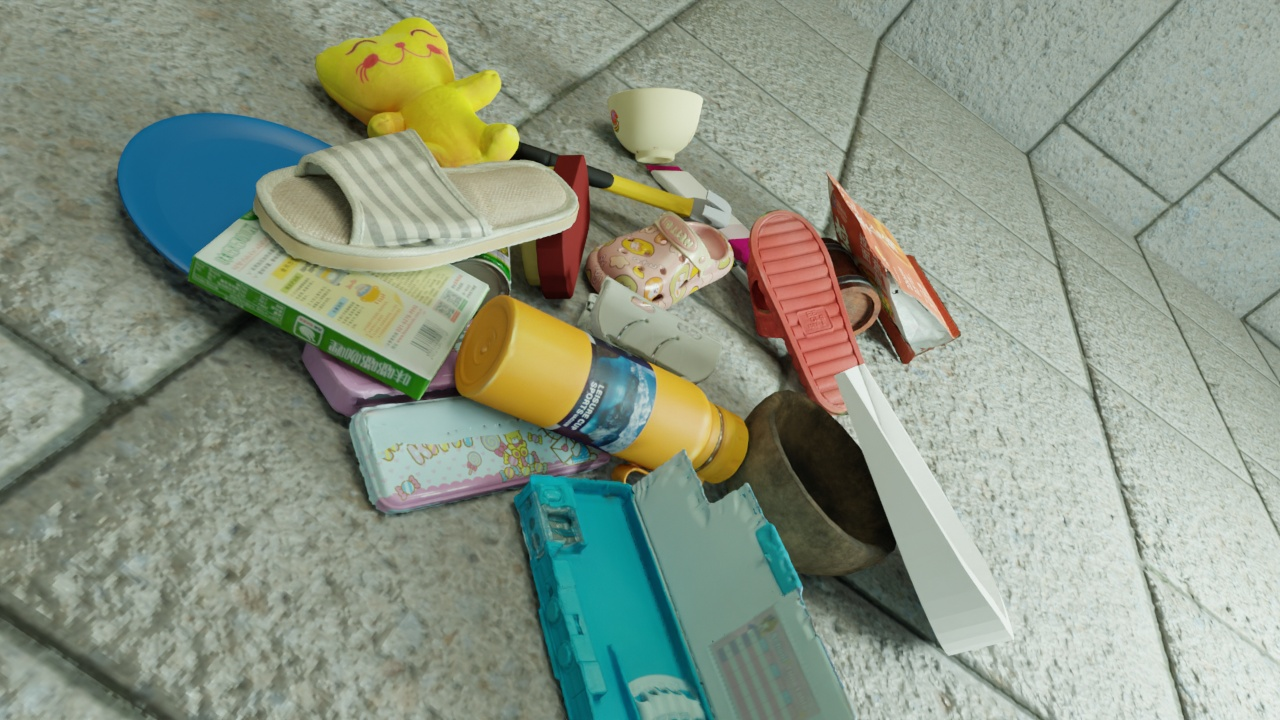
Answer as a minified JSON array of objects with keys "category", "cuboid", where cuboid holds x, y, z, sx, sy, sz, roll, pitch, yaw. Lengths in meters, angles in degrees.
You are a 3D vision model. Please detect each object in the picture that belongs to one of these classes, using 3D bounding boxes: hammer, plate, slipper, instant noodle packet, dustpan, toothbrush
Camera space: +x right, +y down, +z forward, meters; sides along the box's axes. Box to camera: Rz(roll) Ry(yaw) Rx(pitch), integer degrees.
[{"category":"hammer","cuboid":[-0.047,-0.194,0.976,0.323,0.029,0.127,14,-1,-24]},{"category":"plate","cuboid":[-0.273,-0.106,0.698,0.224,0.024,0.223,25,36,-20]},{"category":"slipper","cuboid":[-0.154,-0.126,0.702,0.271,0.054,0.114,-14,60,-45]},{"category":"instant noodle packet","cuboid":[0.299,-0.123,1.132,0.221,0.084,0.164,45,22,-45]},{"category":"dustpan","cuboid":[0.249,0.121,0.797,0.257,0.053,0.191,70,18,4]},{"category":"slipper","cuboid":[0.176,-0.049,1.017,0.103,0.059,0.248,-10,73,-23]},{"category":"toothbrush","cuboid":[0.155,-0.057,1.062,0.186,0.012,0.017,51,22,18]},{"category":"slipper","cuboid":[0.030,-0.114,0.931,0.093,0.082,0.196,46,43,17]}]

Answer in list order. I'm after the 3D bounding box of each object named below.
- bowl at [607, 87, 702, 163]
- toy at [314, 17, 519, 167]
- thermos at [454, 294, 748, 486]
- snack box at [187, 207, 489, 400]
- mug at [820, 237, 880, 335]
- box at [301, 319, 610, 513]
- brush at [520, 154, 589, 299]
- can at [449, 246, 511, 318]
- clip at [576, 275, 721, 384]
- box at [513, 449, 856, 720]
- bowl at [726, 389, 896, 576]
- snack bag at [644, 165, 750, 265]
[{"category":"bowl","cuboid":[0.018,-0.285,1.137,0.117,0.118,0.074,-2,93,-45]},{"category":"toy","cuboid":[-0.203,-0.235,0.861,0.134,0.088,0.194,-32,69,-24]},{"category":"thermos","cuboid":[-0.024,0.037,0.689,0.232,0.091,0.076,25,21,-33]},{"category":"snack box","cuboid":[-0.203,-0.054,0.648,0.168,0.027,0.131,29,34,-8]},{"category":"mug","cuboid":[0.218,-0.091,1.116,0.117,0.082,0.111,-1,41,-12]},{"category":"box","cuboid":[-0.124,0.030,0.674,0.213,0.041,0.151,-7,58,-47]},{"category":"brush","cuboid":[-0.080,-0.129,0.866,0.042,0.082,0.173,0,37,5]},{"category":"can","cuboid":[-0.144,-0.097,0.773,0.067,0.067,0.120,20,38,-26]},{"category":"clip","cuboid":[0.006,-0.011,0.807,0.126,0.105,0.151,29,24,-10]},{"category":"box","cuboid":[0.018,0.167,0.602,0.168,0.087,0.227,-15,53,-9]},{"category":"bowl","cuboid":[0.137,0.110,0.774,0.162,0.070,0.162,35,31,-25]},{"category":"snack bag","cuboid":[0.086,-0.180,1.129,0.070,0.016,0.196,-12,53,-50]}]
